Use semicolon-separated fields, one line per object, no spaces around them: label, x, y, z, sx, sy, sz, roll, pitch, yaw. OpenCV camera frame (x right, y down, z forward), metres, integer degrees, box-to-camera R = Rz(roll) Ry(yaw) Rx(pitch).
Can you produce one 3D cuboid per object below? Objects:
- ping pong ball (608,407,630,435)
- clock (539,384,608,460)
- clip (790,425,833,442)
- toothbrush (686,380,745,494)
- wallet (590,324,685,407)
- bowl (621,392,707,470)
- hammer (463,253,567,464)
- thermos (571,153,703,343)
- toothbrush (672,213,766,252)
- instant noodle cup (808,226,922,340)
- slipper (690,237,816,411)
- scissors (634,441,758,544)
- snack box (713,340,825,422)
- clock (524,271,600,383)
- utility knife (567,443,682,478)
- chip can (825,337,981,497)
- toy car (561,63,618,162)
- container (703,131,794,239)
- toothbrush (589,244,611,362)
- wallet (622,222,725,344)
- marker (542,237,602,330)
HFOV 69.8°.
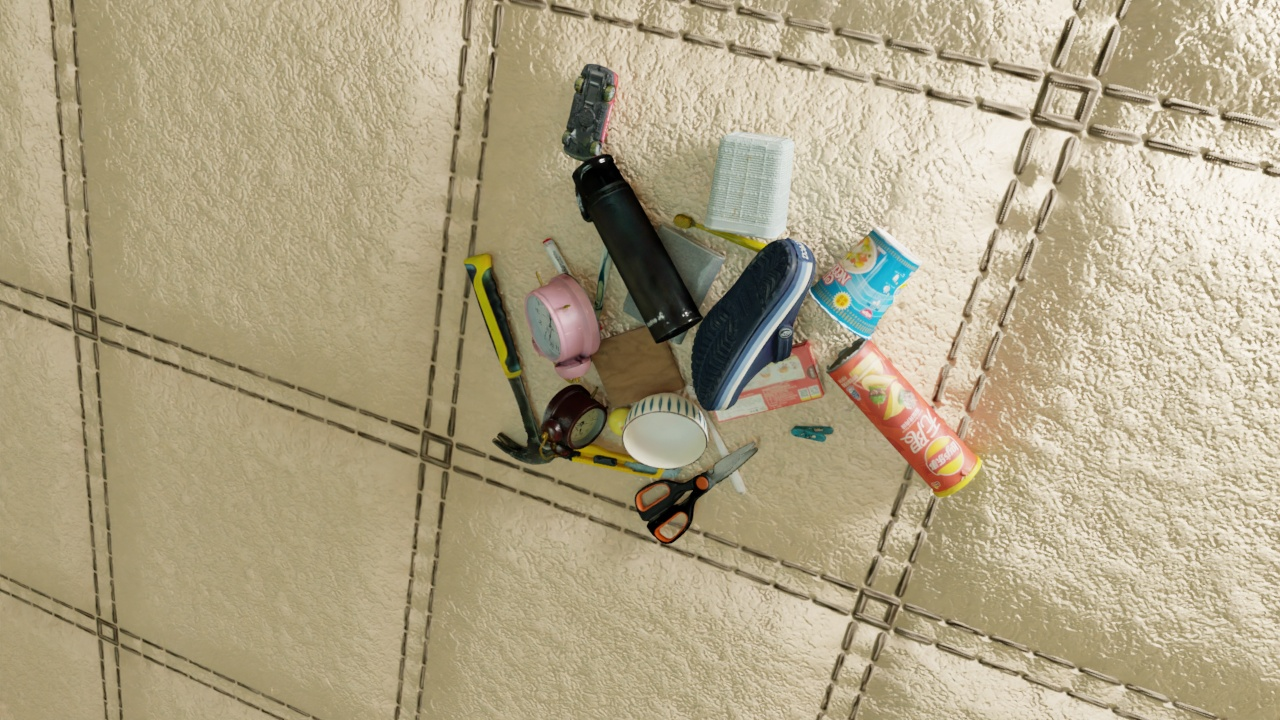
ping pong ball;-0.026;0.086;1.300;0.040;0.040;0.040;7;112;18
clock;-0.099;0.089;1.289;0.055;0.121;0.082;35;162;31
clip;0.227;0.096;1.222;0.055;0.034;0.013;1;108;30
toothbrush;0.106;0.110;1.274;0.016;0.016;0.180;-19;103;32
wallet;-0.008;0.007;1.268;0.115;0.020;0.101;-18;105;20
bowl;0.035;0.087;1.254;0.116;0.066;0.117;3;134;3
hammer;-0.193;0.003;1.336;0.126;0.031;0.323;-10;106;23
thermos;-0.011;-0.139;1.172;0.242;0.068;0.090;62;147;8
toothbrush;0.130;-0.150;1.164;0.190;0.016;0.016;21;117;12
instant noodle cup;0.272;-0.097;1.095;0.099;0.099;0.110;39;110;3
slipper;0.147;-0.043;1.147;0.095;0.105;0.253;12;127;-24
scissors;0.090;0.190;1.296;0.236;0.021;0.139;-16;91;33
snack box;0.161;0.029;1.217;0.153;0.025;0.075;-16;103;25
clock;-0.107;-0.039;1.246;0.117;0.059;0.159;42;147;40
utility knife;-0.027;0.144;1.313;0.177;0.015;0.033;10;109;10
chip can;0.328;0.069;1.146;0.073;0.073;0.216;-40;92;28
toy car;-0.061;-0.311;1.157;0.053;0.045;0.121;24;111;13
container;0.134;-0.212;1.100;0.090;0.090;0.111;13;111;15
toothbrush;-0.058;-0.080;1.261;0.016;0.018;0.192;17;116;12
wallet;0.039;-0.102;1.203;0.106;0.036;0.130;33;110;19
marker;-0.093;-0.102;1.255;0.017;0.017;0.145;-30;90;27
